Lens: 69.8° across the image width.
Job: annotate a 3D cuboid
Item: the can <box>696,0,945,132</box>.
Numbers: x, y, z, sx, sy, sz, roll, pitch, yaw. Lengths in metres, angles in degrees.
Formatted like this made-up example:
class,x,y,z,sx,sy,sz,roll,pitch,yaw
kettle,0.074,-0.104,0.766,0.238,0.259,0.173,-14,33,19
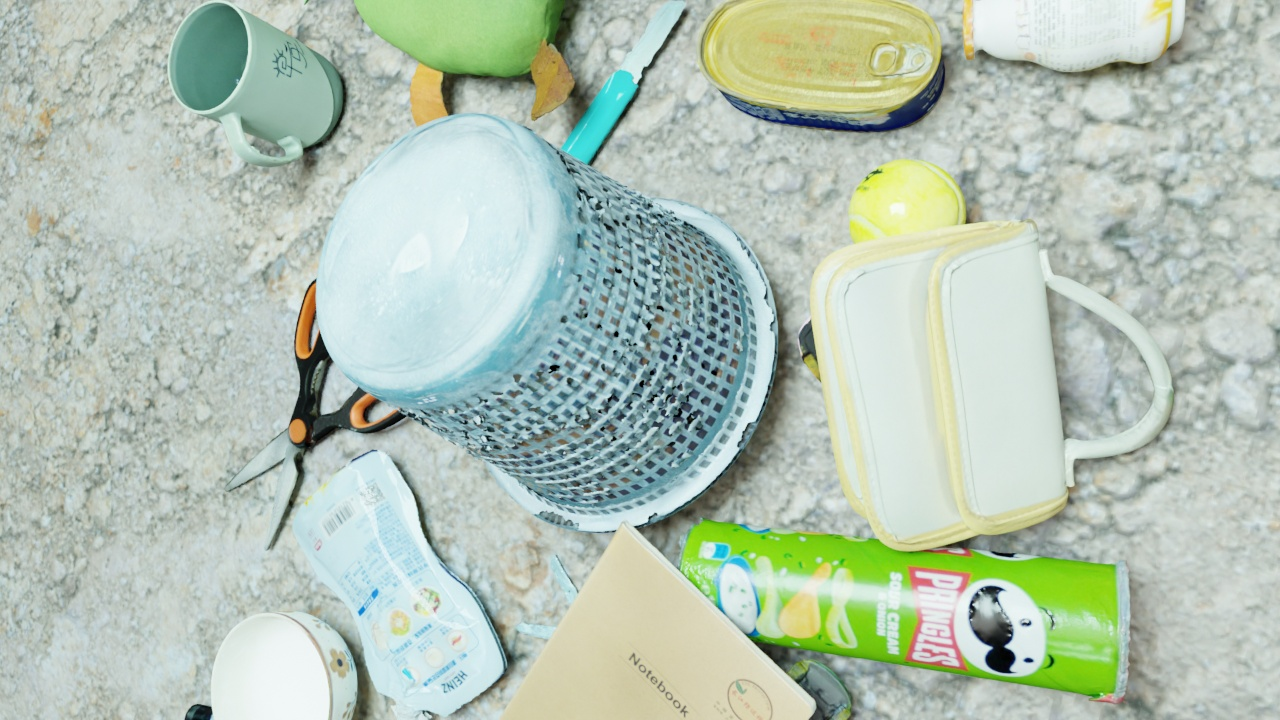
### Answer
class,x,y,z,sx,sy,sz,roll,pitch,yaw
can,0.110,-0.183,0.564,0.148,0.049,0.074,13,91,23

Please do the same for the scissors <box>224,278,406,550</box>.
class,x,y,z,sx,sy,sz,roll,pitch,yaw
scissors,-0.252,0.035,0.718,0.221,0.021,0.222,-14,78,27

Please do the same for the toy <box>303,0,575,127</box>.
class,x,y,z,sx,sy,sz,roll,pitch,yaw
toy,-0.123,-0.267,0.650,0.247,0.089,0.227,25,106,26

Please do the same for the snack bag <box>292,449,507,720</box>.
class,x,y,z,sx,sy,sz,roll,pitch,yaw
snack bag,-0.177,0.167,0.663,0.110,0.039,0.191,-39,74,10

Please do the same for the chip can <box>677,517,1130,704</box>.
class,x,y,z,sx,sy,sz,roll,pitch,yaw
chip can,0.139,0.135,0.513,0.236,0.072,0.072,2,86,24

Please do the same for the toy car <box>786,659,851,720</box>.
class,x,y,z,sx,sy,sz,roll,pitch,yaw
toy car,0.087,0.218,0.546,0.043,0.036,0.091,43,103,21

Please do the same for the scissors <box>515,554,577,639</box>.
class,x,y,z,sx,sy,sz,roll,pitch,yaw
scissors,-0.023,0.183,0.609,0.129,0.017,0.133,-37,69,18

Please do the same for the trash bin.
class,x,y,z,sx,sy,sz,roll,pitch,yaw
trash bin,-0.060,-0.029,0.519,0.227,0.195,0.226,-10,68,26

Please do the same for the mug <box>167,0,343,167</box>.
class,x,y,z,sx,sy,sz,roll,pitch,yaw
mug,-0.288,-0.200,0.703,0.082,0.106,0.111,-13,80,20

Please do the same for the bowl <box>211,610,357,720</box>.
class,x,y,z,sx,sy,sz,roll,pitch,yaw
bowl,-0.251,0.239,0.675,0.114,0.062,0.113,-3,83,23

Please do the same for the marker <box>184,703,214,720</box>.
class,x,y,z,sx,sy,sz,roll,pitch,yaw
marker,-0.300,0.289,0.715,0.132,0.020,0.022,1,115,22

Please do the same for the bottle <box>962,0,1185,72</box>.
class,x,y,z,sx,sy,sz,roll,pitch,yaw
bottle,0.235,-0.191,0.504,0.108,0.063,0.063,-1,85,23

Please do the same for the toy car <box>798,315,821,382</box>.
class,x,y,z,sx,sy,sz,roll,pitch,yaw
toy car,0.143,0.017,0.542,0.056,0.037,0.122,-39,84,13

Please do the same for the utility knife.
class,x,y,z,sx,sy,sz,roll,pitch,yaw
utility knife,-0.032,-0.161,0.642,0.029,0.013,0.210,41,104,21

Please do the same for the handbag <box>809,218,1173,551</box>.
class,x,y,z,sx,sy,sz,roll,pitch,yaw
handbag,0.189,0.008,0.483,0.179,0.063,0.163,-12,101,4

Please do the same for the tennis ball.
class,x,y,z,sx,sy,sz,roll,pitch,yaw
tennis ball,0.153,-0.083,0.529,0.066,0.065,0.065,-2,84,23

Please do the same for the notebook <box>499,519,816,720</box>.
class,x,y,z,sx,sy,sz,roll,pitch,yaw
notebook,-0.002,0.216,0.560,0.148,0.008,0.208,41,123,19

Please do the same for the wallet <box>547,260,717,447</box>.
class,x,y,z,sx,sy,sz,roll,pitch,yaw
wallet,-0.004,0.004,0.614,0.122,0.020,0.096,44,97,21
